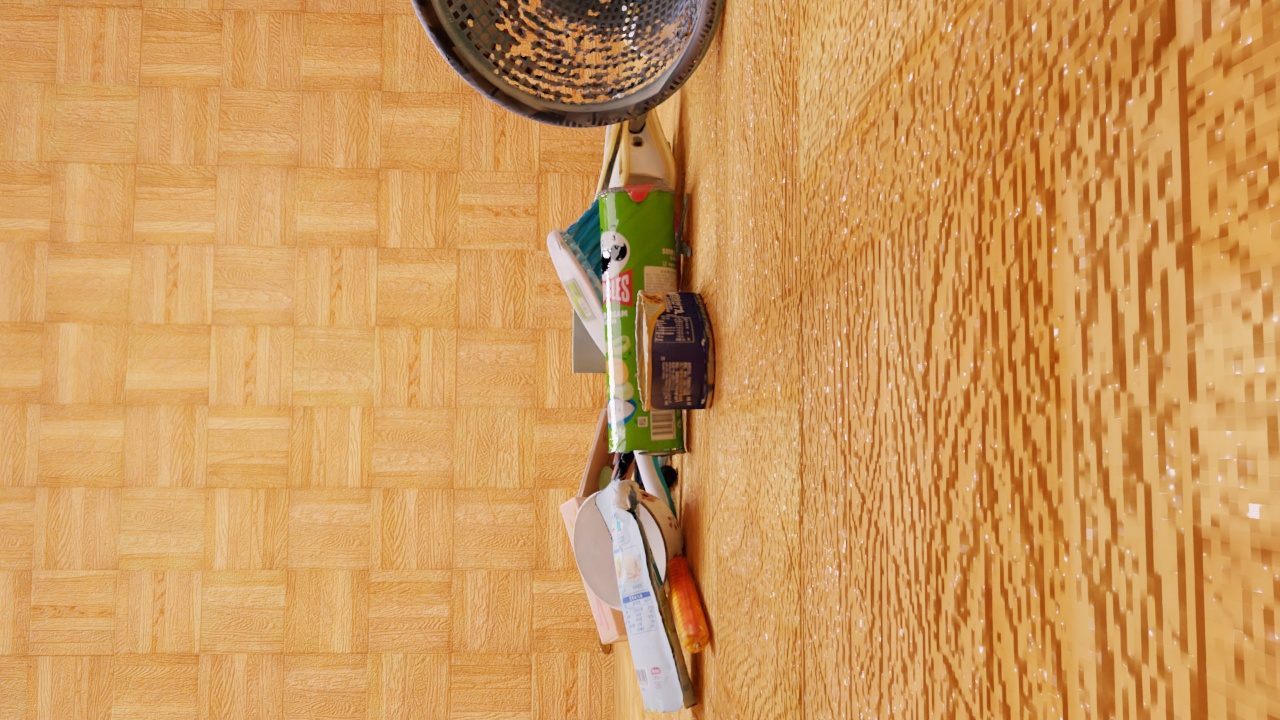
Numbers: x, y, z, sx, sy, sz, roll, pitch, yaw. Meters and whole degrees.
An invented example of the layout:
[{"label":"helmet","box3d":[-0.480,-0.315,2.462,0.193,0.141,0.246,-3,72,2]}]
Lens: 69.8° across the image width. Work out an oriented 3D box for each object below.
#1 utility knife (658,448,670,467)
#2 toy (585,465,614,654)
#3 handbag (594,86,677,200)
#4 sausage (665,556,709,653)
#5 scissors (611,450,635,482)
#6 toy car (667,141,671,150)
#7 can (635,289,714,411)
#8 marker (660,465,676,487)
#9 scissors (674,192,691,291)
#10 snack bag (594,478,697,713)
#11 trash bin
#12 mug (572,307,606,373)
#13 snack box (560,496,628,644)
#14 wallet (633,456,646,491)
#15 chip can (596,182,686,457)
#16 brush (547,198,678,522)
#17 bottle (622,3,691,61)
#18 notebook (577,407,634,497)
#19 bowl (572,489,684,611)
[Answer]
[{"label":"utility knife","box3d":[0.020,0.063,1.060,0.209,0.013,0.029,-96,25,-65]},{"label":"toy","box3d":[-0.026,0.258,1.195,0.226,0.090,0.247,-71,-10,-52]},{"label":"handbag","box3d":[-0.022,-0.194,0.955,0.164,0.063,0.178,109,154,-52]},{"label":"sausage","box3d":[0.035,0.186,0.714,0.165,0.021,0.021,-110,21,-82]},{"label":"scissors","box3d":[-0.014,0.108,0.998,0.222,0.021,0.221,152,140,-85]},{"label":"toy car","box3d":[0.016,-0.197,0.999,0.043,0.036,0.091,-100,13,-68]},{"label":"can","box3d":[0.024,-0.010,0.711,0.148,0.049,0.075,-98,9,-69]},{"label":"marker","box3d":[0.022,0.129,0.966,0.132,0.020,0.022,103,-173,-76]},{"label":"scissors","box3d":[0.035,-0.100,0.860,0.133,0.017,0.128,-115,27,-74]},{"label":"snack bag","box3d":[0.000,0.191,0.762,0.110,0.039,0.191,107,149,-72]},{"label":"trash bin","box3d":[-0.038,-0.323,0.688,0.194,0.226,0.227,-74,-9,-45]},{"label":"mug","box3d":[-0.025,-0.025,1.056,0.112,0.106,0.082,158,112,-86]},{"label":"snack box","box3d":[-0.029,0.224,0.993,0.084,0.026,0.157,13,-131,-51]},{"label":"wallet","box3d":[0.007,0.173,1.047,0.096,0.020,0.122,-101,3,-69]},{"label":"chip can","box3d":[0.001,-0.034,0.817,0.072,0.072,0.236,163,105,-87]},{"label":"brush","box3d":[-0.005,0.005,0.883,0.061,0.109,0.314,-12,109,55]},{"label":"bottle","box3d":[0.013,-0.323,0.832,0.063,0.063,0.108,95,174,-51]},{"label":"notebook","box3d":[-0.037,0.143,1.232,0.207,0.008,0.147,28,-103,-73]},{"label":"bowl","box3d":[-0.002,0.170,0.851,0.062,0.114,0.113,-5,-83,-50]}]
